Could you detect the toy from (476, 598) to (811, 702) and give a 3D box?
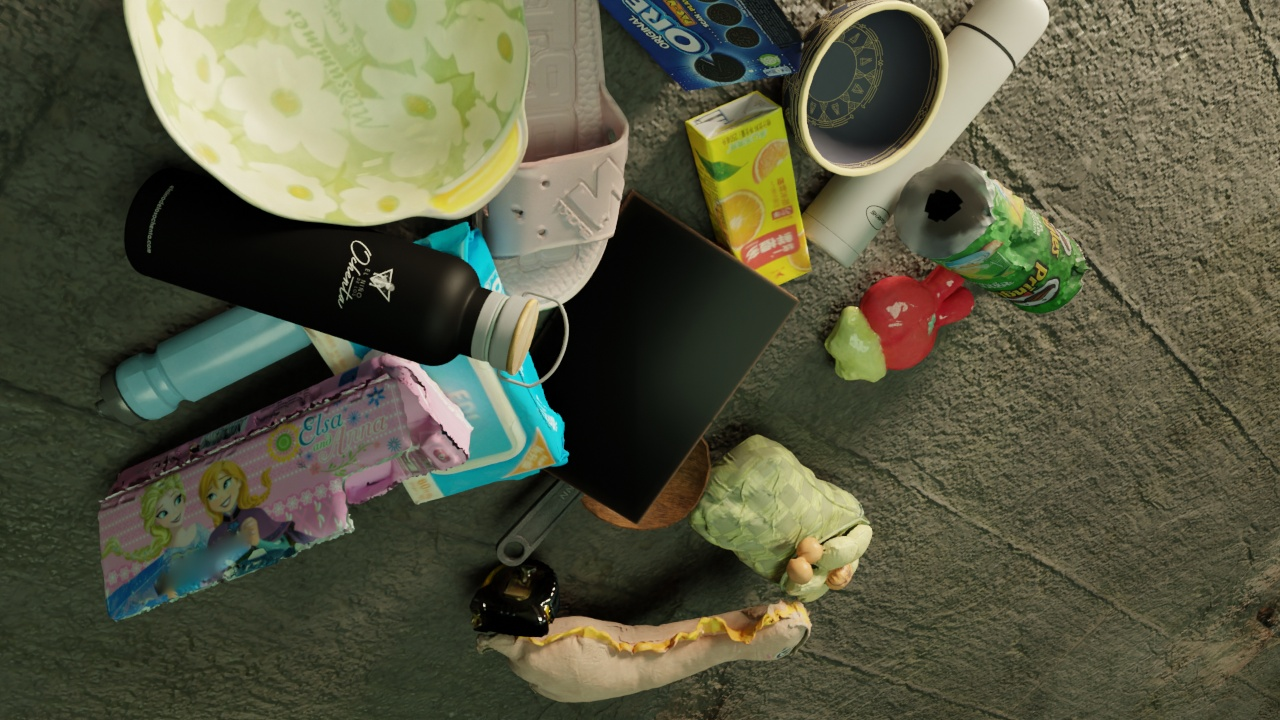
[{"bbox_3d":[0.012,0.243,0.788,0.265,0.065,0.196,-15,147,12],"label":"toy"}]

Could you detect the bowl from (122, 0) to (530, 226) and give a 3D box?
[{"bbox_3d":[-0.155,-0.167,0.470,0.188,0.060,0.219,-47,119,-2],"label":"bowl"}]

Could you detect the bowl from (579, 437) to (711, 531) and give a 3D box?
[{"bbox_3d":[-0.002,0.083,0.738,0.114,0.026,0.102,18,98,-17],"label":"bowl"}]

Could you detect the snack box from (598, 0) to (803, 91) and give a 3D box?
[{"bbox_3d":[0.022,-0.206,0.516,0.150,0.082,0.027,30,68,-49],"label":"snack box"}]

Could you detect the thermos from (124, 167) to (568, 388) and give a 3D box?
[{"bbox_3d":[-0.151,-0.040,0.493,0.231,0.061,0.061,18,116,2],"label":"thermos"}]

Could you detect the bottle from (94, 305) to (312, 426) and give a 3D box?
[{"bbox_3d":[-0.264,0.000,0.552,0.130,0.040,0.040,-28,129,-8],"label":"bottle"}]

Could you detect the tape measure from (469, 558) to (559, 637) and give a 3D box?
[{"bbox_3d":[-0.096,0.191,0.746,0.067,0.062,0.038,6,123,13],"label":"tape measure"}]

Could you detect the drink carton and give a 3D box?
[{"bbox_3d":[0.078,-0.114,0.648,0.058,0.043,0.135,-25,128,-6],"label":"drink carton"}]

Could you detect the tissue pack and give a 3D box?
[{"bbox_3d":[-0.126,0.014,0.603,0.117,0.066,0.209,-15,131,5],"label":"tissue pack"}]

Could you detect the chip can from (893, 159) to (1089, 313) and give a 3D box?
[{"bbox_3d":[0.276,-0.091,0.708,0.223,0.075,0.075,11,116,-49],"label":"chip can"}]

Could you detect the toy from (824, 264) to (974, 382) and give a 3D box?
[{"bbox_3d":[0.217,-0.034,0.768,0.135,0.045,0.091,-34,127,3],"label":"toy"}]

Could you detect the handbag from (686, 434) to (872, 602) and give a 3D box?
[{"bbox_3d":[0.125,0.147,0.795,0.113,0.117,0.186,-47,131,8],"label":"handbag"}]

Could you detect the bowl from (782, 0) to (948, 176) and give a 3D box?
[{"bbox_3d":[0.141,-0.188,0.617,0.112,0.061,0.113,-13,126,-19],"label":"bowl"}]

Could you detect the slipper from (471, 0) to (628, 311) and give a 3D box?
[{"bbox_3d":[-0.054,-0.132,0.555,0.094,0.064,0.240,-12,124,-20],"label":"slipper"}]

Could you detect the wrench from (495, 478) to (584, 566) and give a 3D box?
[{"bbox_3d":[-0.013,0.056,0.706,0.073,0.018,0.273,42,91,-19],"label":"wrench"}]

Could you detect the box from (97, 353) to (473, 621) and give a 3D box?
[{"bbox_3d":[-0.220,0.087,0.550,0.231,0.096,0.085,-22,131,15],"label":"box"}]

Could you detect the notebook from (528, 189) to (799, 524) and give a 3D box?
[{"bbox_3d":[-0.004,0.004,0.664,0.141,0.008,0.209,32,105,-9],"label":"notebook"}]

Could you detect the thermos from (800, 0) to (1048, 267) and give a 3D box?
[{"bbox_3d":[0.203,-0.170,0.666,0.052,0.052,0.224,30,104,-37],"label":"thermos"}]
